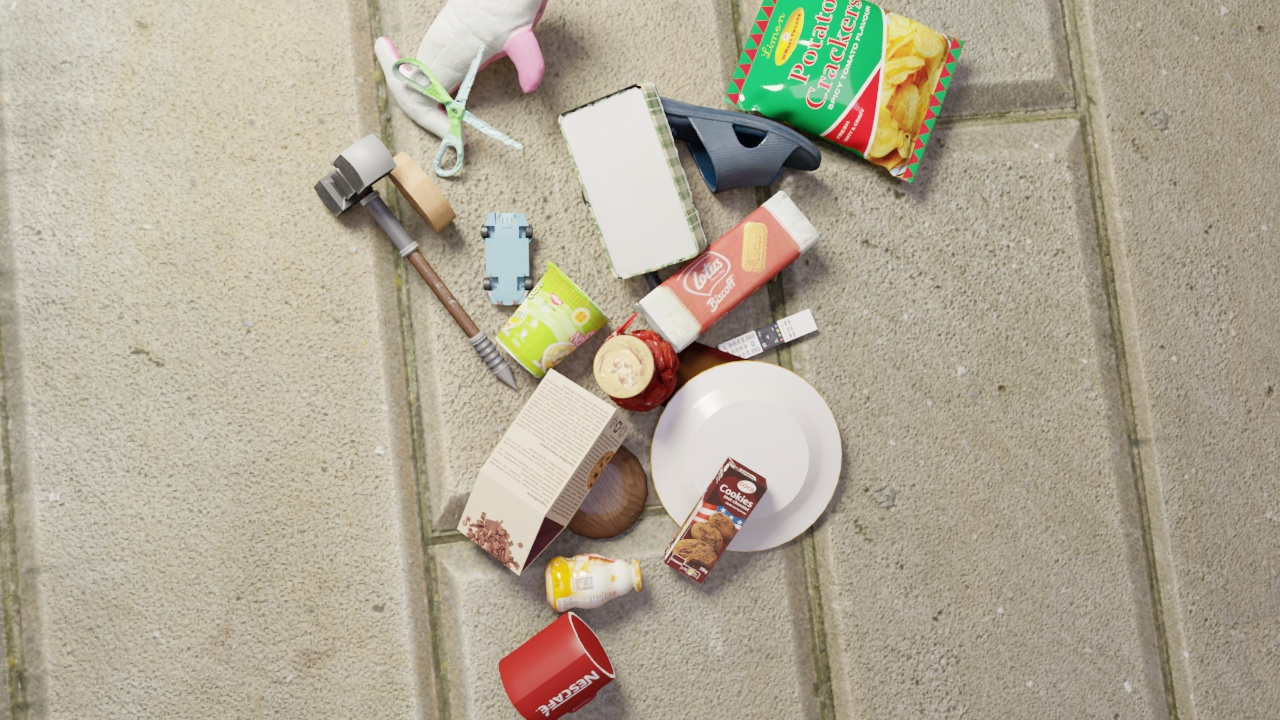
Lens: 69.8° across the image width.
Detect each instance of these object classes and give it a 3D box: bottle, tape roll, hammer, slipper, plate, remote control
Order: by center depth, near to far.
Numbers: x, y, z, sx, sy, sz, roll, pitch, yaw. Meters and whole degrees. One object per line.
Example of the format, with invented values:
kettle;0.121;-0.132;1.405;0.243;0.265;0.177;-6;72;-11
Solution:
hammer;-0.237;-0.094;1.037;0.043;0.156;0.322;-44;106;-29
tape roll;-0.250;-0.190;1.038;0.027;0.094;0.094;-41;91;-9
bottle;-0.006;0.006;1.042;0.099;0.111;0.099;-2;83;19
bottle;-0.054;0.250;1.044;0.108;0.063;0.063;-4;86;-8
plate;0.127;0.115;1.080;0.230;0.021;0.230;0;94;-4
slipper;0.083;-0.246;1.084;0.263;0.101;0.082;14;83;-3
remote control;0.154;-0.028;1.118;0.124;0.012;0.028;-22;88;-8

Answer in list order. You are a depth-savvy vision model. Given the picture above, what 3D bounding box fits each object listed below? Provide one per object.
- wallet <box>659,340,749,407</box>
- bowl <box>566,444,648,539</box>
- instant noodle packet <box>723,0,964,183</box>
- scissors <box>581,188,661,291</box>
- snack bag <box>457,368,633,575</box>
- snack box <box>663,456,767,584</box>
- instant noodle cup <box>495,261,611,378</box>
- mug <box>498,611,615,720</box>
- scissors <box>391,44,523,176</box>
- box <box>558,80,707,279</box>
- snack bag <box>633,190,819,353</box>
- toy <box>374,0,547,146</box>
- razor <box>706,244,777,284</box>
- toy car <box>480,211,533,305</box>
wallet;0.080;0.026;1.095;0.115;0.018;0.091;19;93;-3
bowl;-0.047;0.151;1.069;0.118;0.030;0.118;1;85;-7
instant noodle packet;0.251;-0.352;1.116;0.252;0.090;0.195;22;83;-5
scissors;-0.020;-0.155;1.108;0.132;0.012;0.169;7;89;-7
snack bag;-0.111;0.126;1.025;0.094;0.070;0.206;30;81;23
snack box;0.085;0.184;1.056;0.051;0.031;0.141;31;105;-4
instant noodle cup;-0.104;-0.041;1.050;0.099;0.099;0.108;43;89;-2
mug;-0.084;0.351;1.022;0.096;0.080;0.116;-36;129;1
scissors;-0.207;-0.282;1.037;0.171;0.021;0.173;33;122;-1
box;-0.008;-0.203;1.049;0.118;0.050;0.205;-16;101;24
snack bag;0.103;-0.105;1.082;0.225;0.041;0.077;-38;84;-8
toy;-0.176;-0.376;1.048;0.266;0.127;0.186;-39;95;24
razor;0.118;-0.127;1.118;0.106;0.026;0.042;14;86;-2
toy car;-0.156;-0.119;1.078;0.060;0.027;0.108;-1;95;-7
